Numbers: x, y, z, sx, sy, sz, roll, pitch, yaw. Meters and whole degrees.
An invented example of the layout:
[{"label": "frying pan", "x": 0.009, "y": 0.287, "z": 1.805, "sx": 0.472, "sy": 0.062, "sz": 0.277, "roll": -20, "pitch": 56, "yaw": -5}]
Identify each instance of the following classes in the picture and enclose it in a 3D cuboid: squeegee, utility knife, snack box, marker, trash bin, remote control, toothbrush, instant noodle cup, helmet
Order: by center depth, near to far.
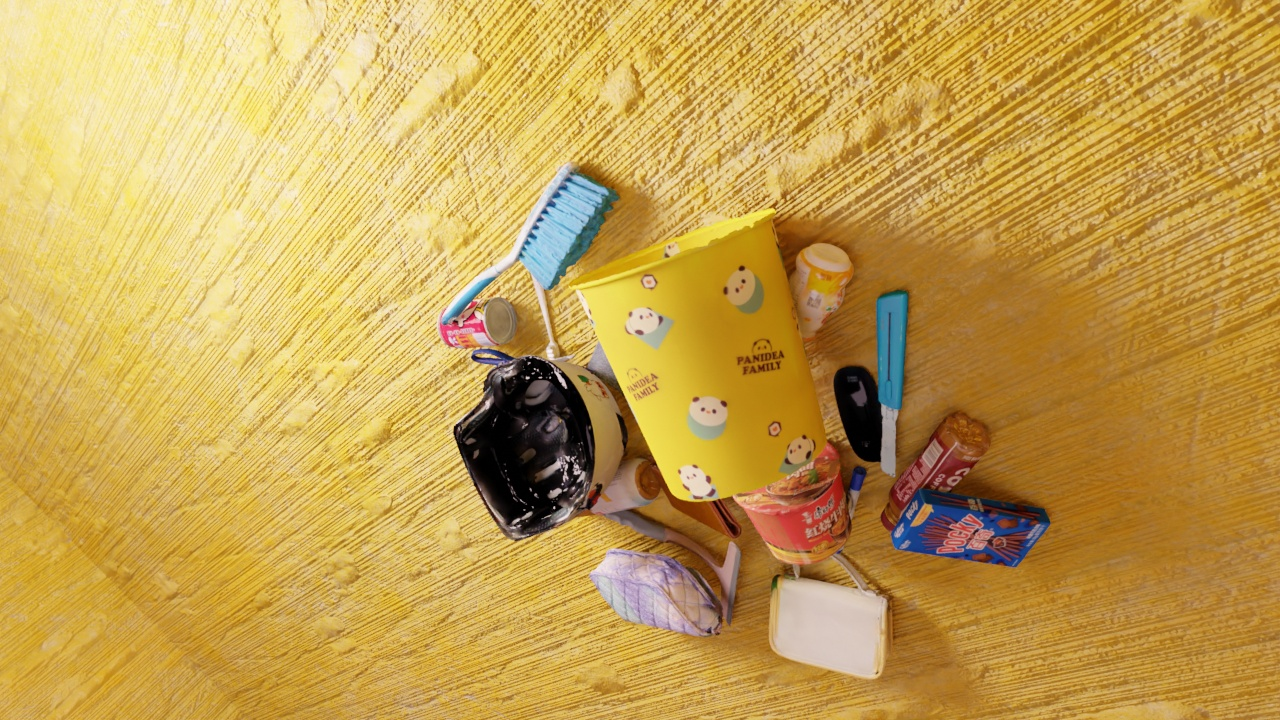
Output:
[{"label": "trash bin", "x": 0.075, "y": -0.005, "z": 0.986, "sx": 0.230, "sy": 0.228, "sz": 0.255, "roll": -13, "pitch": 103, "yaw": 36}, {"label": "utility knife", "x": 0.285, "y": 0.032, "z": 1.043, "sx": 0.034, "sy": 0.018, "sz": 0.238, "roll": 6, "pitch": 119, "yaw": 25}, {"label": "snack box", "x": 0.380, "y": 0.195, "z": 1.061, "sx": 0.157, "sy": 0.026, "sz": 0.085, "roll": 10, "pitch": 130, "yaw": -8}, {"label": "remote control", "x": 0.263, "y": 0.069, "z": 1.089, "sx": 0.053, "sy": 0.024, "sz": 0.136, "roll": -8, "pitch": 116, "yaw": 31}, {"label": "instant noodle cup", "x": 0.193, "y": 0.177, "z": 1.137, "sx": 0.138, "sy": 0.137, "sz": 0.109, "roll": -6, "pitch": 124, "yaw": 33}, {"label": "marker", "x": 0.266, "y": 0.195, "z": 1.178, "sx": 0.017, "sy": 0.016, "sz": 0.146, "roll": 20, "pitch": 129, "yaw": 18}, {"label": "toothbrush", "x": -0.133, "y": -0.079, "z": 1.229, "sx": 0.016, "sy": 0.016, "sz": 0.180, "roll": 6, "pitch": 123, "yaw": 25}, {"label": "helmet", "x": -0.114, "y": 0.109, "z": 1.247, "sx": 0.275, "sy": 0.156, "sz": 0.230, "roll": -48, "pitch": 67, "yaw": 33}, {"label": "squeegee", "x": 0.040, "y": 0.265, "z": 1.345, "sx": 0.250, "sy": 0.040, "sz": 0.248, "roll": 27, "pitch": 148, "yaw": 20}]

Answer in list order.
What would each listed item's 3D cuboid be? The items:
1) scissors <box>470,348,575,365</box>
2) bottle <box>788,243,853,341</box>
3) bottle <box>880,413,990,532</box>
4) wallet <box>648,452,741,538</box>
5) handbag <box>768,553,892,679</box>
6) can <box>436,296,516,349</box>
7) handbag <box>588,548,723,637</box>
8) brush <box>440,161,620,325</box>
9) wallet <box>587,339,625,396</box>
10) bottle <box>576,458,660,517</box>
[{"label": "scissors", "x": -0.158, "y": 0.012, "z": 1.288, "sx": 0.162, "sy": 0.012, "sz": 0.165, "roll": 17, "pitch": 150, "yaw": -9}, {"label": "bottle", "x": 0.191, "y": -0.073, "z": 1.009, "sx": 0.063, "sy": 0.063, "sz": 0.109, "roll": 25, "pitch": 130, "yaw": 14}, {"label": "bottle", "x": 0.337, "y": 0.139, "z": 1.070, "sx": 0.057, "sy": 0.057, "sz": 0.175, "roll": 31, "pitch": 131, "yaw": 9}, {"label": "wallet", "x": 0.066, "y": 0.177, "z": 1.230, "sx": 0.131, "sy": 0.035, "sz": 0.119, "roll": 20, "pitch": 143, "yaw": 53}, {"label": "handbag", "x": 0.262, "y": 0.331, "z": 1.255, "sx": 0.164, "sy": 0.063, "sz": 0.179, "roll": 7, "pitch": 109, "yaw": 27}, {"label": "can", "x": -0.227, "y": -0.051, "z": 1.269, "sx": 0.094, "sy": 0.066, "sz": 0.066, "roll": -5, "pitch": 118, "yaw": 33}, {"label": "handbag", "x": 0.022, "y": 0.342, "z": 1.356, "sx": 0.194, "sy": 0.075, "sz": 0.134, "roll": -7, "pitch": 124, "yaw": 54}, {"label": "brush", "x": -0.148, "y": -0.124, "z": 1.157, "sx": 0.109, "sy": 0.060, "sz": 0.315, "roll": 42, "pitch": 121, "yaw": 7}, {"label": "wallet", "x": -0.007, "y": 0.007, "z": 1.213, "sx": 0.121, "sy": 0.019, "sz": 0.097, "roll": 33, "pitch": 130, "yaw": 9}, {"label": "bottle", "x": -0.058, "y": 0.189, "z": 1.331, "sx": 0.190, "sy": 0.067, "sz": 0.068, "roll": -18, "pitch": 110, "yaw": 38}]
